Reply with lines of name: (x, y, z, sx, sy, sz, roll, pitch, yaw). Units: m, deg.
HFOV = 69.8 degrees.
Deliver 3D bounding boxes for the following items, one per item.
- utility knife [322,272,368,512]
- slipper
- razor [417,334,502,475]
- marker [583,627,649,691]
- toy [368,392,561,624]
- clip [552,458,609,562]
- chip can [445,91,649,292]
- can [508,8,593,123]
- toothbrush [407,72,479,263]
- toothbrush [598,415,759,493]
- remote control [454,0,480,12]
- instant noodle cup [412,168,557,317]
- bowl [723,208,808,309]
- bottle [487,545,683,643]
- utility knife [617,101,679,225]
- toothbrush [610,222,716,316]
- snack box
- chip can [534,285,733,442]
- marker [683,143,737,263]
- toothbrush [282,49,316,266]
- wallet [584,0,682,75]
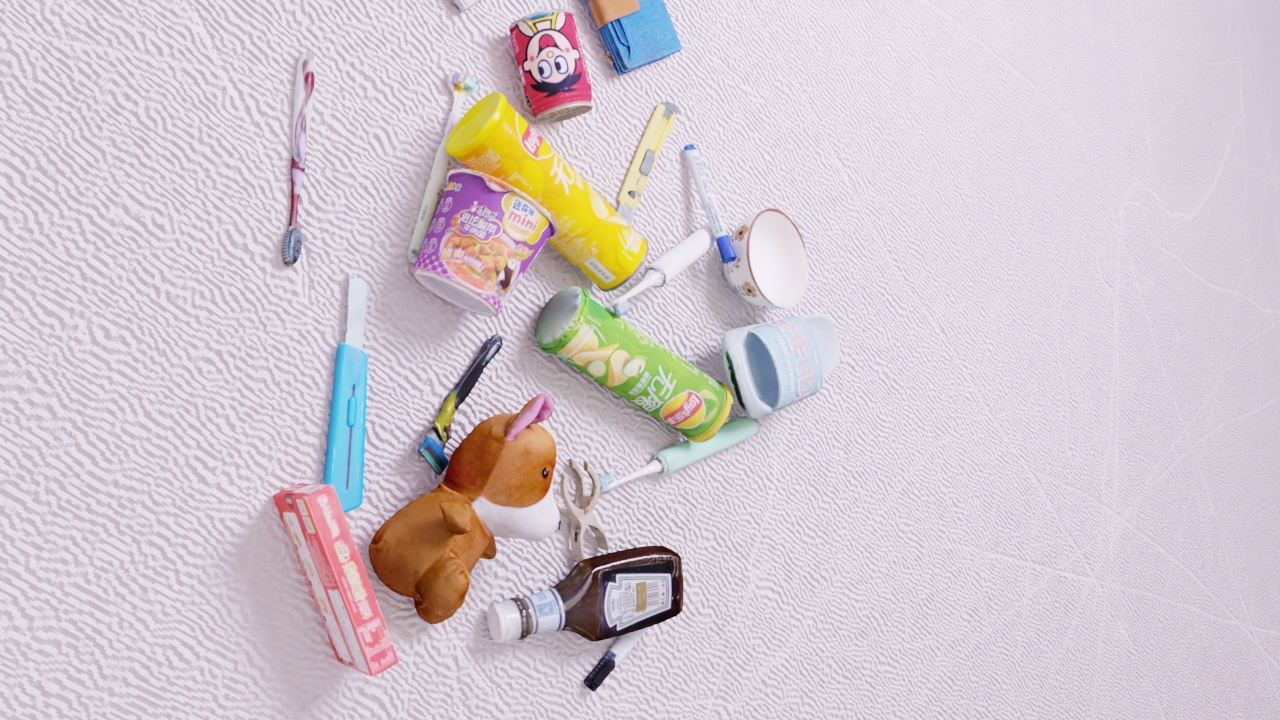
utility knife: (-0.246, 0.027, 0.776, 0.034, 0.018, 0.206, 7, 80, -36)
slipper: (0.176, -0.002, 1.043, 0.244, 0.074, 0.104, -19, 97, -51)
razor: (-0.164, 0.032, 0.835, 0.043, 0.022, 0.142, 69, 39, -53)
marker: (-0.009, 0.280, 0.927, 0.130, 0.023, 0.018, -43, 104, -31)
toy: (-0.133, 0.126, 0.786, 0.130, 0.140, 0.199, 33, 64, -5)
clip: (-0.051, 0.141, 0.903, 0.080, 0.035, 0.104, -42, 114, -32)
chip can: (-0.083, -0.154, 0.870, 0.213, 0.072, 0.072, 41, 62, -33)
can: (-0.086, -0.286, 0.898, 0.066, 0.067, 0.094, -18, 97, -37)
toothbrush: (-0.185, -0.178, 0.842, 0.029, 0.020, 0.189, 14, 77, -9)
toothbrush: (0.045, 0.101, 0.984, 0.223, 0.027, 0.027, -19, 65, -37)
remote control: (-0.145, -0.388, 0.891, 0.124, 0.024, 0.049, -49, 113, -29)
instant noodle cup: (-0.144, -0.100, 0.816, 0.111, 0.112, 0.099, 34, 76, -30)
bowl: (0.136, -0.112, 1.048, 0.113, 0.062, 0.113, 7, 79, -43)
bottle: (-0.050, 0.230, 0.878, 0.194, 0.044, 0.080, -6, 99, -30)
utility knife: (0.002, -0.205, 0.993, 0.031, 0.020, 0.194, 30, 72, -25)
toothbrush: (0.029, -0.098, 0.956, 0.220, 0.027, 0.026, -41, 107, -49)
snack box: (-0.242, 0.172, 0.727, 0.025, 0.075, 0.153, -24, 100, -38)
chip can: (-0.005, 0.005, 0.926, 0.221, 0.073, 0.072, 34, 66, -30)
marker: (0.076, -0.175, 1.015, 0.016, 0.017, 0.145, -5, 70, -38)
toothbrush: (-0.284, -0.171, 0.767, 0.016, 0.017, 0.187, 8, 81, -37)
wallet: (-0.014, -0.382, 0.983, 0.106, 0.040, 0.133, -35, 105, -39)
